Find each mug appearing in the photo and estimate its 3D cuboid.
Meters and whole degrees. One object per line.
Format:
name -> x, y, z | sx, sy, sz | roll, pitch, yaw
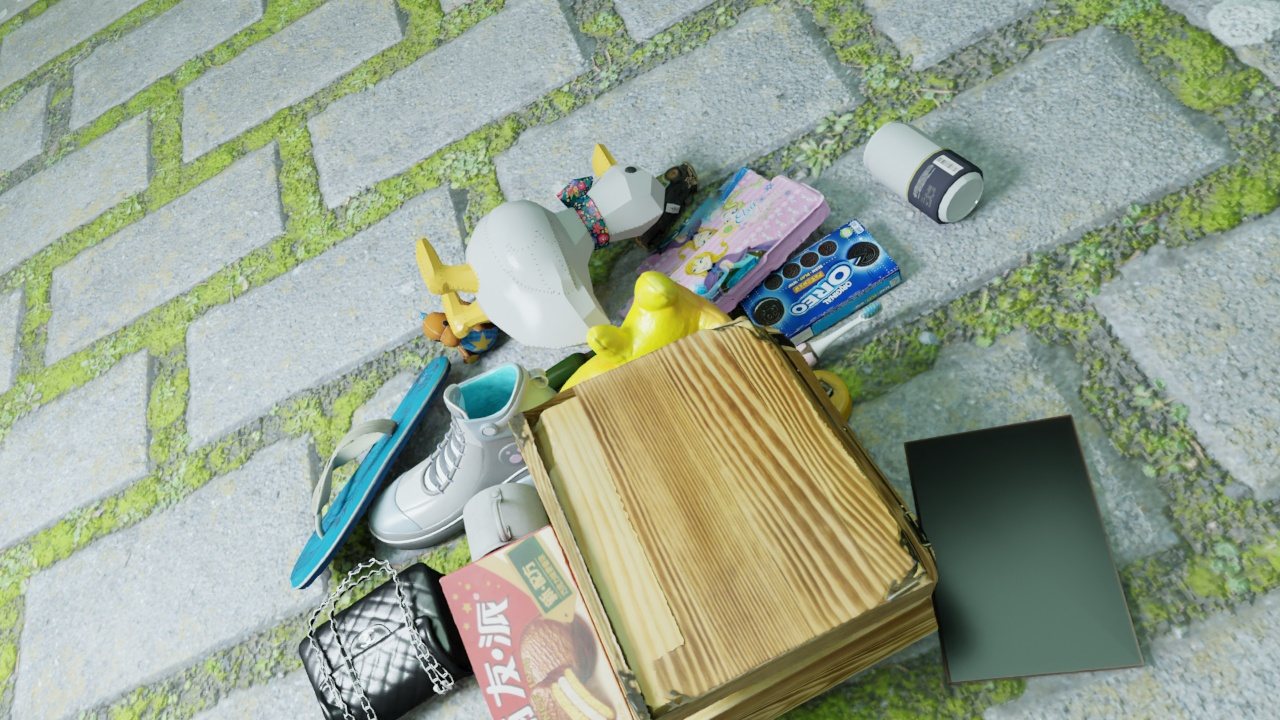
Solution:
mug -> -0.129, 0.160, 0.883 | 0.084, 0.113, 0.070 | -16, 52, -7

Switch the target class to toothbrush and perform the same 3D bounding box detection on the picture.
toothbrush -> 0.139, 0.008, 0.890 | 0.223, 0.026, 0.027 | -35, 72, 9

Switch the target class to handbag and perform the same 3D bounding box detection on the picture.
handbag -> -0.244, 0.275, 0.867 | 0.153, 0.115, 0.125 | -32, 56, -1

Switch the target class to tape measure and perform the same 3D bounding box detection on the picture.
tape measure -> 0.170, 0.039, 0.869 | 0.068, 0.030, 0.059 | 35, 82, 34

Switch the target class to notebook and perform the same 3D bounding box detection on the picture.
notebook -> 0.306, 0.151, 0.756 | 0.141, 0.008, 0.208 | -12, 58, 18

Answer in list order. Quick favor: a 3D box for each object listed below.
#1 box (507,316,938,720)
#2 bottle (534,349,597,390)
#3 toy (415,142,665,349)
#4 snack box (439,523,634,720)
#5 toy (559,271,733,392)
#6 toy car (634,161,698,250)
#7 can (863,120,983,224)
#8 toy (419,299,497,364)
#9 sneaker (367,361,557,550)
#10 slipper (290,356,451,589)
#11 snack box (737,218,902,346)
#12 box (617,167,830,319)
box -> 0.067, 0.125, 0.729 | 0.247, 0.176, 0.279 | -29, 53, 1
bottle -> -0.077, 0.009, 0.999 | 0.106, 0.025, 0.025 | -32, 54, 4
toy -> -0.089, -0.110, 0.955 | 0.267, 0.141, 0.246 | -20, 54, -2
snack box -> -0.071, 0.268, 0.777 | 0.113, 0.060, 0.236 | -26, 77, 9
toy -> -0.005, 0.005, 0.877 | 0.194, 0.134, 0.087 | -60, 27, 19
toy car -> 0.019, -0.181, 1.052 | 0.047, 0.047, 0.111 | 24, 70, 42
can -> 0.282, -0.194, 0.931 | 0.064, 0.064, 0.127 | -40, 54, -2
toy -> -0.215, -0.047, 1.055 | 0.103, 0.090, 0.071 | 48, 118, 37
sneaker -> -0.190, 0.093, 0.919 | 0.257, 0.160, 0.093 | -28, 54, 5
slipper -> -0.305, 0.107, 0.996 | 0.294, 0.060, 0.118 | -61, 17, -22
snack box -> 0.178, -0.073, 0.930 | 0.150, 0.027, 0.082 | -33, 52, 5
box -> 0.073, -0.116, 0.984 | 0.230, 0.035, 0.159 | -44, 41, -2
